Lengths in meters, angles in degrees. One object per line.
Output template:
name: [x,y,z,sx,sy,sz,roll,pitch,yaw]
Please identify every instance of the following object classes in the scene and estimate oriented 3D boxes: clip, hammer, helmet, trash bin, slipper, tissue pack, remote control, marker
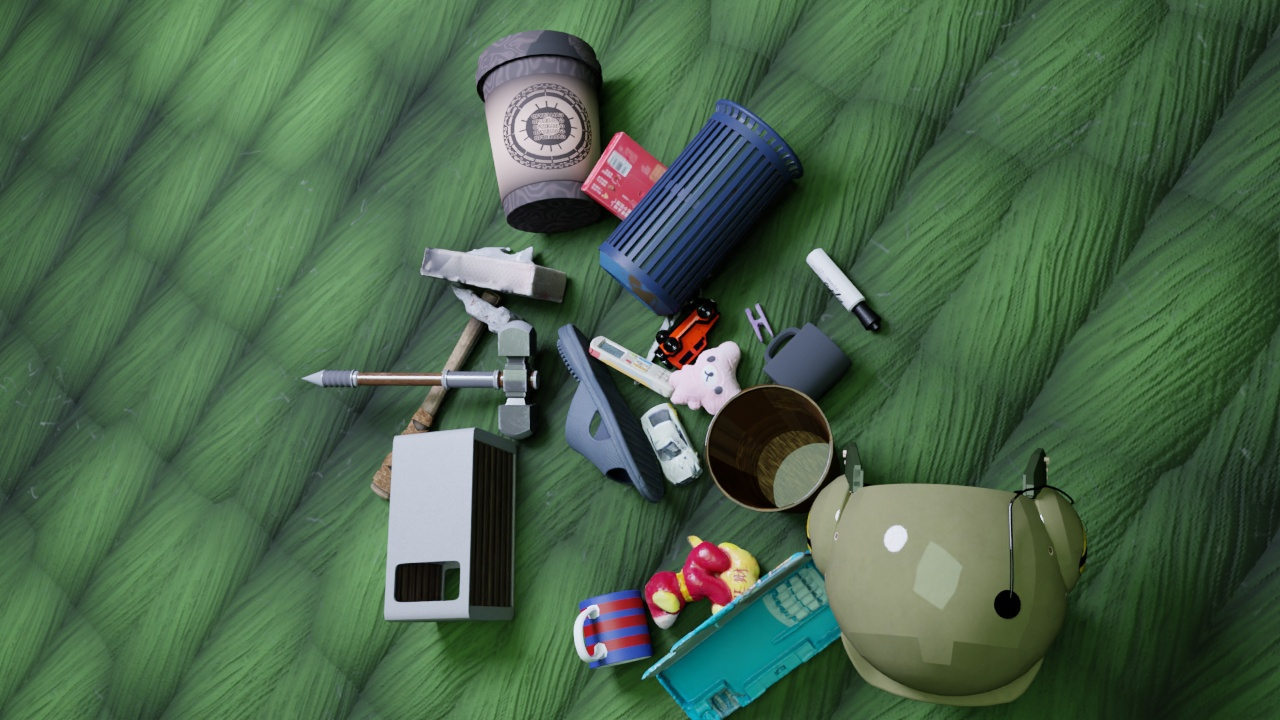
clip: [0.146,-0.046,1.145,0.037,0.013,0.053,-12,69,17]
hammer: [-0.281,0.045,1.267,0.121,0.049,0.318,28,88,28]
helmet: [0.286,0.205,0.874,0.251,0.255,0.232,0,72,21]
trash bin: [-0.236,0.211,1.161,0.115,0.114,0.228,-7,73,19]
hammer: [-0.294,0.025,1.217,0.322,0.043,0.156,0,92,7]
trash bin: [0.068,-0.181,1.139,0.139,0.139,0.249,41,91,25]
slipper: [-0.060,0.073,1.143,0.082,0.101,0.263,-33,63,8]
tissue pack: [-0.196,-0.126,1.254,0.182,0.103,0.071,9,94,25]
remote control: [-0.007,0.007,1.155,0.125,0.038,0.018,28,119,7]
marker: [0.247,-0.084,1.109,0.025,0.025,0.126,-38,66,7]

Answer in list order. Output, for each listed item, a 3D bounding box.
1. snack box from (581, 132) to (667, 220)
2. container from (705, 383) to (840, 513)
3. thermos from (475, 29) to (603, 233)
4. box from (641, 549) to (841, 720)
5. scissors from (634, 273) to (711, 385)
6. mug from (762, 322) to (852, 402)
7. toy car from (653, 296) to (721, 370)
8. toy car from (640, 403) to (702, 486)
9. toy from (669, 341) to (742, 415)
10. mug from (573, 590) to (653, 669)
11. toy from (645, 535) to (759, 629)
snack box: [0.000,-0.221,1.193,0.089,0.133,0.021,-57,26,-3]
container: [0.158,0.109,1.010,0.132,0.167,0.132,-6,73,19]
thermos: [-0.128,-0.301,1.242,0.173,0.172,0.226,-11,78,18]
box: [0.111,0.290,0.996,0.227,0.172,0.083,-39,36,7]
scissors: [0.041,-0.041,1.182,0.090,0.014,0.171,2,73,23]
mug: [0.189,0.000,1.091,0.077,0.071,0.105,-46,38,3]
toy car: [0.061,-0.033,1.150,0.100,0.051,0.049,-46,108,2]
toy car: [0.038,0.102,1.133,0.048,0.033,0.105,-30,68,9]
toy: [0.082,0.028,1.122,0.096,0.053,0.099,-8,70,0]
mug: [-0.039,0.312,1.060,0.075,0.111,0.076,-24,67,29]
toy: [0.071,0.255,1.063,0.137,0.067,0.105,-16,74,9]
